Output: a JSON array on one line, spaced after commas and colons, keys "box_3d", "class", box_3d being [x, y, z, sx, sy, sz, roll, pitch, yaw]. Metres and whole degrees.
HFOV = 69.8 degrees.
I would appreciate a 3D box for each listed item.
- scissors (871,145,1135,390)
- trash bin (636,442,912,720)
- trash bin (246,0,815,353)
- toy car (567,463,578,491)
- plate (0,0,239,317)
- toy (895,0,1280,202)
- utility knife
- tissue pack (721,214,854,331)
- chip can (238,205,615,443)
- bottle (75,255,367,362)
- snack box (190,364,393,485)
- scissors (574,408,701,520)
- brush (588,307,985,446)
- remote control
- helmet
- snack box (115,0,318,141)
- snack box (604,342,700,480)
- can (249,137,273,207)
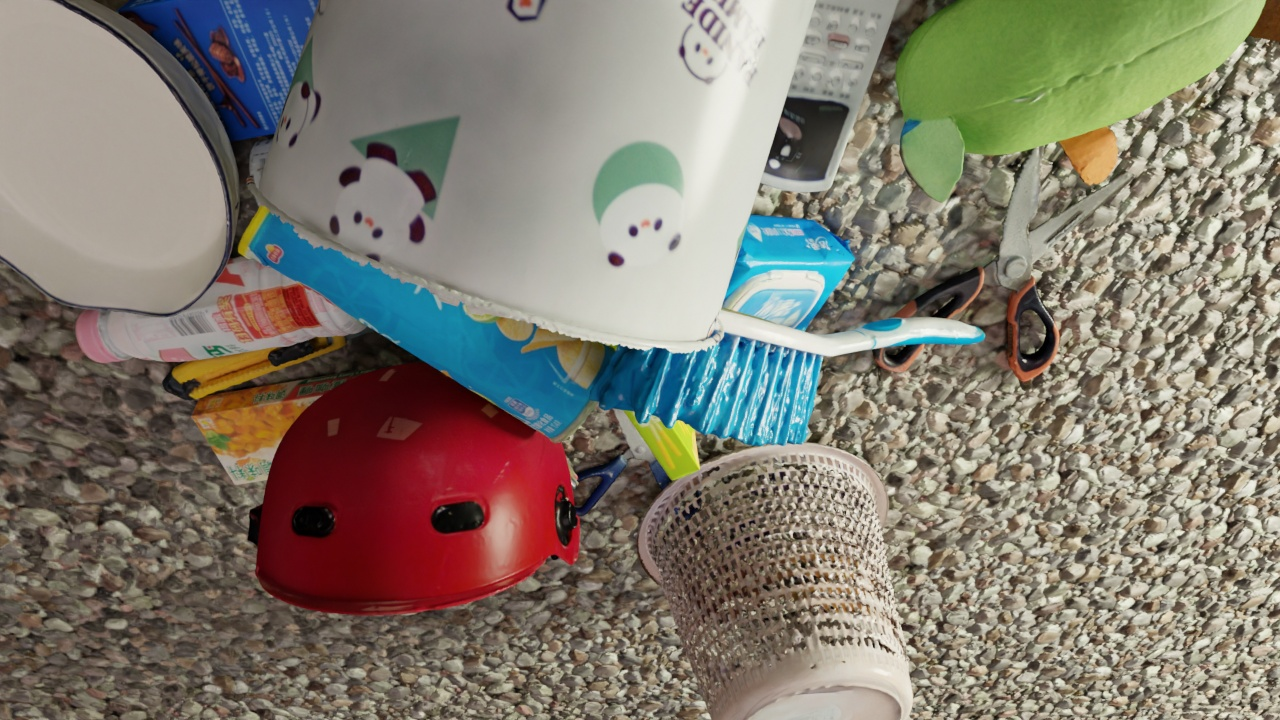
[{"box_3d": [0.260, -0.054, 0.670, 0.189, 0.015, 0.226, -14, 128, 8], "class": "scissors"}, {"box_3d": [0.120, 0.210, 0.751, 0.227, 0.191, 0.228, -5, 132, -5], "class": "trash bin"}, {"box_3d": [-0.025, -0.163, 0.406, 0.229, 0.229, 0.252, 16, 106, -16], "class": "trash bin"}, {"box_3d": [-0.093, 0.080, 0.741, 0.042, 0.035, 0.090, -38, 113, 23], "class": "toy car"}, {"box_3d": [-0.327, -0.120, 0.535, 0.205, 0.045, 0.205, 6, 128, 7], "class": "plate"}, {"box_3d": [0.256, -0.189, 0.513, 0.247, 0.089, 0.227, -20, 127, 16], "class": "toy"}, {"box_3d": [-0.254, -0.011, 0.669, 0.219, 0.015, 0.033, -18, 130, 10], "class": "utility knife"}, {"box_3d": [0.069, -0.047, 0.608, 0.156, 0.052, 0.095, -3, 137, -39], "class": "tissue pack"}, {"box_3d": [-0.118, -0.033, 0.532, 0.210, 0.071, 0.071, 34, 120, -17], "class": "chip can"}, {"box_3d": [-0.281, -0.035, 0.619, 0.197, 0.068, 0.068, -11, 129, 10], "class": "bottle"}, {"box_3d": [-0.254, 0.051, 0.712, 0.156, 0.027, 0.077, -10, 129, 4], "class": "snack box"}, {"box_3d": [-0.002, 0.084, 0.766, 0.163, 0.012, 0.176, -31, 123, 19], "class": "scissors"}, {"box_3d": [0.114, 0.003, 0.589, 0.314, 0.060, 0.109, 12, 95, -36], "class": "brush"}, {"box_3d": [0.110, -0.173, 0.559, 0.058, 0.021, 0.150, 7, 127, -9], "class": "remote control"}, {"box_3d": [-0.145, 0.072, 0.599, 0.207, 0.240, 0.144, -2, 88, -3], "class": "helmet"}, {"box_3d": [-0.205, -0.178, 0.530, 0.157, 0.026, 0.085, -9, 128, 4], "class": "snack box"}, {"box_3d": [-0.004, 0.004, 0.649, 0.026, 0.085, 0.156, -23, 124, 15], "class": "snack box"}, {"box_3d": [-0.158, -0.118, 0.561, 0.147, 0.058, 0.058, -9, 129, 4], "class": "can"}]
